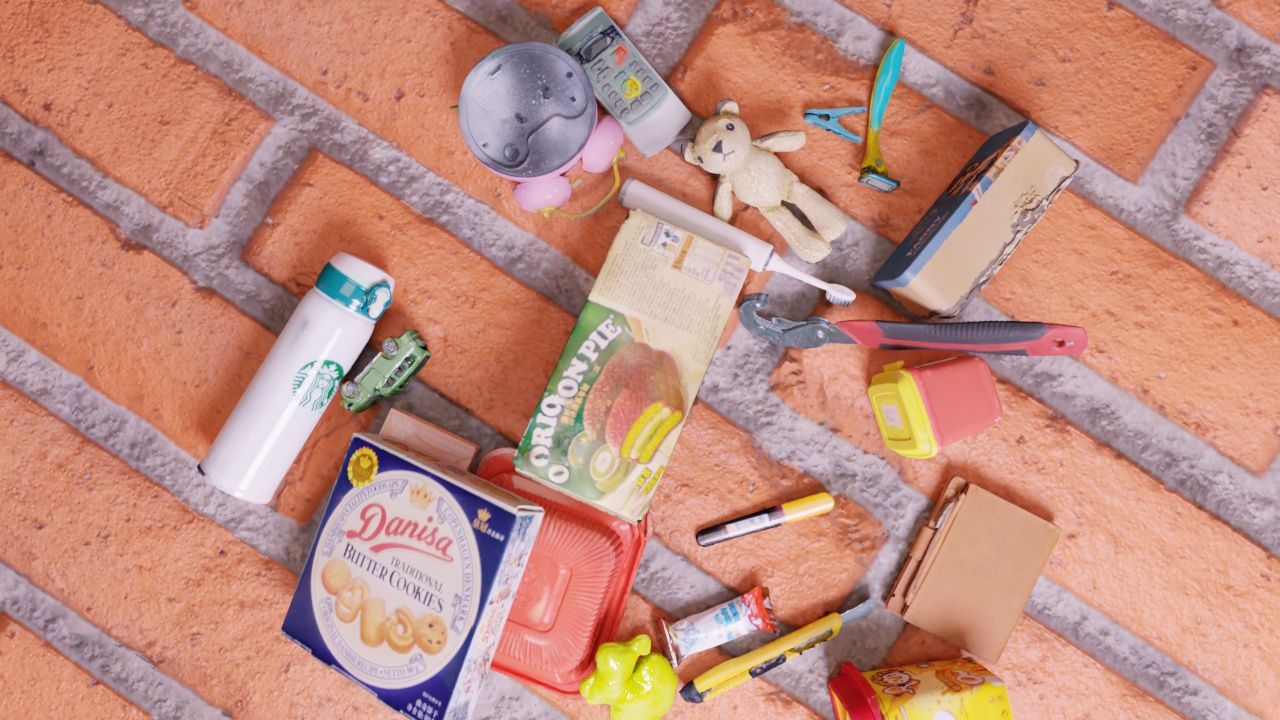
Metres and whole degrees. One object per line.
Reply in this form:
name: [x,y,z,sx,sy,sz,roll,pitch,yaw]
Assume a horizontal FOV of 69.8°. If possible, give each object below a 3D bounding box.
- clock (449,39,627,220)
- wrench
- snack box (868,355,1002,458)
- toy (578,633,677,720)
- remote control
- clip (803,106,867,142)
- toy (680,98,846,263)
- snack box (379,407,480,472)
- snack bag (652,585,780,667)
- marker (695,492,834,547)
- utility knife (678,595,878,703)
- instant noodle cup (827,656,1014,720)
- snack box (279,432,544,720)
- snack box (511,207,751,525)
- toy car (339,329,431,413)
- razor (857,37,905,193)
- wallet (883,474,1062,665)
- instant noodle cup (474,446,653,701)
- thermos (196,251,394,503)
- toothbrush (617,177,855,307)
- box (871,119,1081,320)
clock: [-0.082,-0.194,0.793,0.117,0.060,0.158,-40,86,-1]
wrench: [0.211,-0.024,0.745,0.274,0.056,0.016,6,51,24]
snack box: [0.243,0.033,0.759,0.080,0.091,0.082,-18,87,-5]
toy: [-0.005,0.271,0.767,0.100,0.031,0.097,20,102,-33]
remote control: [-0.015,-0.246,0.812,0.056,0.019,0.135,-39,87,0]
clip: [0.171,-0.211,0.807,0.055,0.013,0.034,7,87,3]
toy: [0.107,-0.148,0.781,0.157,0.066,0.105,42,111,-3]
snack box: [-0.211,0.128,0.802,0.084,0.026,0.157,25,89,3]
snack bag: [0.065,0.228,0.787,0.104,0.026,0.048,-18,96,1]
marker: [0.107,0.138,0.797,0.124,0.015,0.018,-18,86,4]
utility knife: [0.121,0.248,0.784,0.190,0.033,0.015,-27,43,1]
instant noodle cup: [0.229,0.298,0.737,0.123,0.116,0.116,-14,87,-1]
snack box: [-0.184,0.170,0.729,0.178,0.045,0.182,19,89,28]
snack box: [-0.004,0.004,0.758,0.114,0.063,0.239,23,77,3]
toy car: [-0.222,0.012,0.798,0.091,0.043,0.036,-43,88,0]
razor: [0.213,-0.215,0.798,0.043,0.028,0.132,9,89,-33]
wallet: [0.283,0.178,0.781,0.108,0.031,0.132,26,89,-1]
instant noodle cup: [-0.088,0.181,0.770,0.164,0.079,0.188,19,87,2]
thermos: [-0.289,0.012,0.788,0.073,0.073,0.224,32,89,3]
toothbrush: [0.083,-0.100,0.790,0.221,0.026,0.026,27,59,8]
box: [0.272,-0.108,0.762,0.063,0.090,0.184,41,88,-3]
